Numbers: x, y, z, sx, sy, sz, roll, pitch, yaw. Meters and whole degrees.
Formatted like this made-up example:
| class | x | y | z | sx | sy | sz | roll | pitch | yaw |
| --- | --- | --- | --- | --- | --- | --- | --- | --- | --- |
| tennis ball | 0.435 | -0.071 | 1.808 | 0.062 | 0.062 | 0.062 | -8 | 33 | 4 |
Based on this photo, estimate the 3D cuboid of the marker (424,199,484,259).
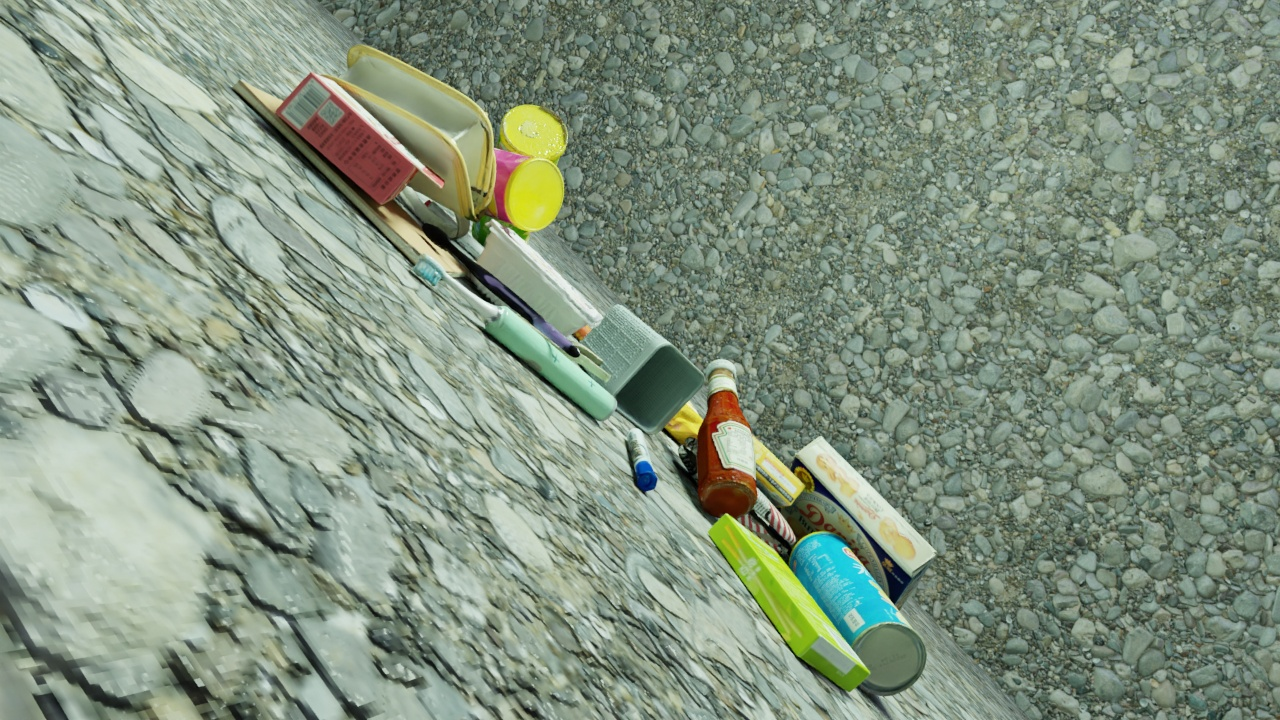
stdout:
| class | x | y | z | sx | sy | sz | roll | pitch | yaw |
| --- | --- | --- | --- | --- | --- | --- | --- | --- | --- |
| marker | -0.185 | -0.125 | 1.022 | 0.145 | 0.017 | 0.017 | 43 | 5 | -25 |

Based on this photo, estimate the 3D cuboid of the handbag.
| class | x | y | z | sx | sy | sz | roll | pitch | yaw |
| --- | --- | --- | --- | --- | --- | --- | --- | --- | --- |
| handbag | -0.211 | -0.194 | 0.867 | 0.163 | 0.063 | 0.179 | 30 | -28 | 13 |

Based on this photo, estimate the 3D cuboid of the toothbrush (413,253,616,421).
| class | x | y | z | sx | sy | sz | roll | pitch | yaw |
| --- | --- | --- | --- | --- | --- | --- | --- | --- | --- |
| toothbrush | -0.097 | -0.017 | 0.751 | 0.027 | 0.027 | 0.224 | -4 | -36 | 45 |

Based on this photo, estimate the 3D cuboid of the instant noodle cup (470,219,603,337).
| class | x | y | z | sx | sy | sz | roll | pitch | yaw |
| --- | --- | --- | --- | --- | --- | --- | --- | --- | --- |
| instant noodle cup | -0.106 | -0.067 | 0.911 | 0.138 | 0.060 | 0.173 | 44 | 4 | -2 |

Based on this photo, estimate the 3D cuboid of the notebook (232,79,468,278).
| class | x | y | z | sx | sy | sz | roll | pitch | yaw |
| --- | --- | --- | --- | --- | --- | --- | --- | --- | --- |
| notebook | -0.235 | -0.146 | 0.783 | 0.211 | 0.012 | 0.149 | 45 | 3 | -5 |

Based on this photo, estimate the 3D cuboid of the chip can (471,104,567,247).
| class | x | y | z | sx | sy | sz | roll | pitch | yaw |
| --- | --- | --- | --- | --- | --- | --- | --- | --- | --- |
| chip can | -0.143 | -0.195 | 1.046 | 0.072 | 0.072 | 0.222 | 45 | -31 | 4 |

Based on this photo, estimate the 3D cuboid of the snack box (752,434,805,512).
| class | x | y | z | sx | sy | sz | roll | pitch | yaw |
| --- | --- | --- | --- | --- | --- | --- | --- | --- | --- |
| snack box | 0.124 | 0.133 | 1.057 | 0.087 | 0.033 | 0.141 | 44 | -22 | -1 |

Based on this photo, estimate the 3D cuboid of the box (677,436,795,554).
| class | x | y | z | sx | sy | sz | roll | pitch | yaw |
| --- | --- | --- | --- | --- | --- | --- | --- | --- | --- |
| box | 0.101 | 0.150 | 0.996 | 0.164 | 0.059 | 0.072 | 45 | -17 | -1 |

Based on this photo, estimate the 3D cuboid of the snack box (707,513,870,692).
| class | x | y | z | sx | sy | sz | roll | pitch | yaw |
| --- | --- | --- | --- | --- | --- | --- | --- | --- | --- |
| snack box | 0.121 | 0.199 | 0.767 | 0.086 | 0.026 | 0.156 | 42 | 6 | -37 |

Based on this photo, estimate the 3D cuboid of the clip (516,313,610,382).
| class | x | y | z | sx | sy | sz | roll | pitch | yaw |
| --- | --- | --- | --- | --- | --- | --- | --- | --- | --- |
| clip | -0.068 | 0.001 | 0.820 | 0.102 | 0.035 | 0.094 | 34 | 9 | -45 |

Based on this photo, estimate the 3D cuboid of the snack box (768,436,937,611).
| class | x | y | z | sx | sy | sz | roll | pitch | yaw |
| --- | --- | --- | --- | --- | --- | --- | --- | --- | --- |
| snack box | 0.231 | 0.205 | 1.041 | 0.178 | 0.045 | 0.183 | 48 | -28 | 29 |

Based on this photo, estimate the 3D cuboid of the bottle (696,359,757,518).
| class | x | y | z | sx | sy | sz | roll | pitch | yaw |
| --- | --- | --- | --- | --- | --- | --- | --- | --- | --- |
| bottle | 0.087 | 0.073 | 0.954 | 0.060 | 0.060 | 0.205 | 43 | 28 | -26 |

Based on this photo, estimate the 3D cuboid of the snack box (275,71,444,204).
| class | x | y | z | sx | sy | sz | roll | pitch | yaw |
| --- | --- | --- | --- | --- | --- | --- | --- | --- | --- |
| snack box | -0.223 | -0.171 | 0.748 | 0.127 | 0.044 | 0.113 | 42 | 3 | -16 |

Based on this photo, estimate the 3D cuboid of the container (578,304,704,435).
| class | x | y | z | sx | sy | sz | roll | pitch | yaw |
| --- | --- | --- | --- | --- | --- | --- | --- | --- | --- |
| container | -0.006 | 0.006 | 1.011 | 0.090 | 0.090 | 0.111 | 41 | 3 | -43 |

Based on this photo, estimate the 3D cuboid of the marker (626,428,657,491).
| class | x | y | z | sx | sy | sz | roll | pitch | yaw |
| --- | --- | --- | --- | --- | --- | --- | --- | --- | --- |
| marker | 0.000 | 0.082 | 0.791 | 0.017 | 0.017 | 0.145 | 44 | 4 | -10 |

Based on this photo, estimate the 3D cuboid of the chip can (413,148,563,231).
| class | x | y | z | sx | sy | sz | roll | pitch | yaw |
| --- | --- | --- | --- | --- | --- | --- | --- | --- | --- |
| chip can | -0.175 | -0.191 | 0.947 | 0.211 | 0.071 | 0.071 | 23 | -10 | 38 |

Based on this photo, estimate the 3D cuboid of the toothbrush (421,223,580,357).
| class | x | y | z | sx | sy | sz | roll | pitch | yaw |
| --- | --- | --- | --- | --- | --- | --- | --- | --- | --- |
| toothbrush | -0.120 | -0.060 | 0.780 | 0.189 | 0.014 | 0.017 | 39 | -12 | 16 |

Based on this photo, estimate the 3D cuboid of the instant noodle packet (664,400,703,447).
| class | x | y | z | sx | sy | sz | roll | pitch | yaw |
| --- | --- | --- | --- | --- | --- | --- | --- | --- | --- |
| instant noodle packet | 0.029 | 0.055 | 1.164 | 0.128 | 0.044 | 0.110 | 38 | 14 | -30 |

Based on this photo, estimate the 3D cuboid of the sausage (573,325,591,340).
| class | x | y | z | sx | sy | sz | roll | pitch | yaw |
| --- | --- | --- | --- | --- | --- | --- | --- | --- | --- |
| sausage | -0.077 | -0.039 | 1.188 | 0.165 | 0.021 | 0.021 | 47 | 5 | 26 |

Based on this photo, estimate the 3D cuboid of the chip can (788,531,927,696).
| class | x | y | z | sx | sy | sz | roll | pitch | yaw |
| --- | --- | --- | --- | --- | --- | --- | --- | --- | --- |
| chip can | 0.204 | 0.237 | 0.888 | 0.071 | 0.071 | 0.210 | 44 | 5 | -12 |
